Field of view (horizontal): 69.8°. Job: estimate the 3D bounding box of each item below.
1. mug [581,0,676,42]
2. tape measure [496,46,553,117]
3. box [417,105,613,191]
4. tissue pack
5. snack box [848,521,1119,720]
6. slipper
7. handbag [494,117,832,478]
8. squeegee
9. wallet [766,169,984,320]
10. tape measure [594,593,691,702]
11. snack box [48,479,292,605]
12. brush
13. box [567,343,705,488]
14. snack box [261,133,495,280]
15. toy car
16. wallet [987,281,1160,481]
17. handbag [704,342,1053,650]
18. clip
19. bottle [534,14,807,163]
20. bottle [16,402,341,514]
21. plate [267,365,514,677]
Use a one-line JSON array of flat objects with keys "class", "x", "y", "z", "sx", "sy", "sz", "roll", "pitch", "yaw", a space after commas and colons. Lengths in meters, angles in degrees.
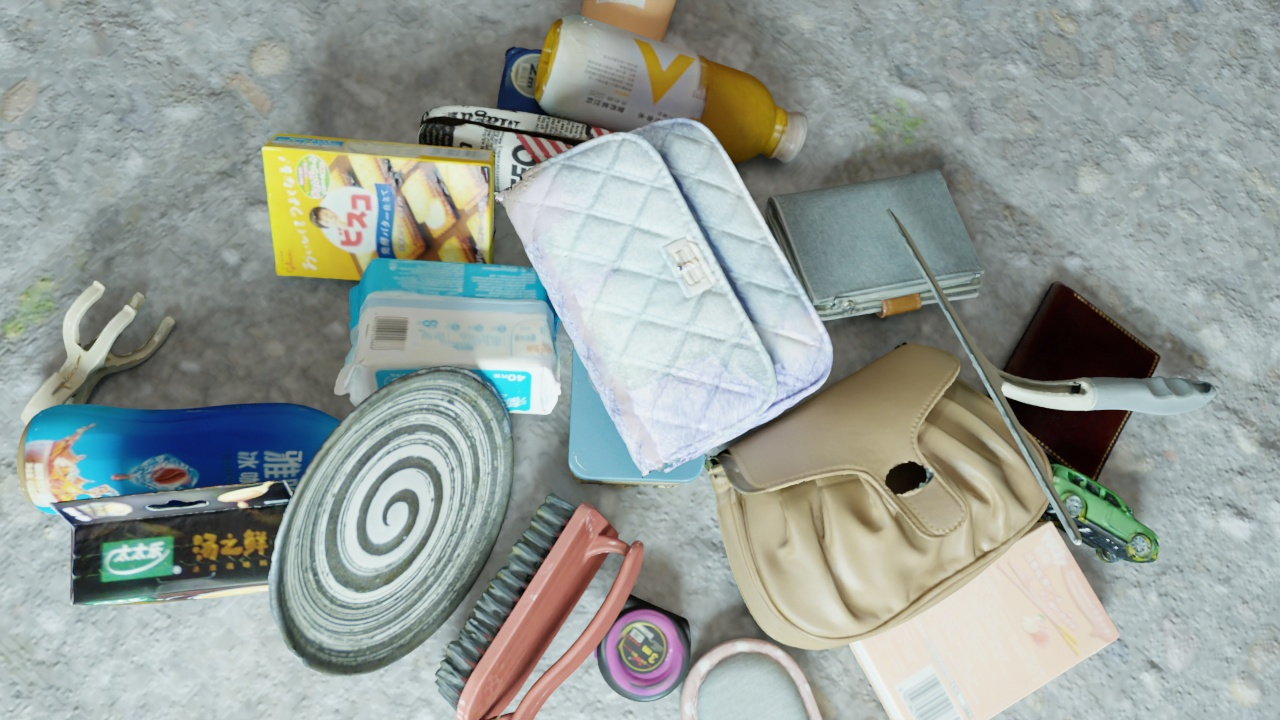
[{"class": "mug", "x": -0.004, "y": -0.278, "z": 0.663, "sx": 0.078, "sy": 0.078, "sz": 0.122, "roll": 13, "pitch": 78, "yaw": -3}, {"class": "tape measure", "x": -0.075, "y": -0.193, "z": 0.657, "sx": 0.054, "sy": 0.025, "sz": 0.058, "roll": 9, "pitch": 78, "yaw": -6}, {"class": "box", "x": -0.069, "y": -0.132, "z": 0.621, "sx": 0.164, "sy": 0.071, "sz": 0.057, "roll": 10, "pitch": 53, "yaw": 0}, {"class": "tissue pack", "x": -0.116, "y": -0.013, "z": 0.575, "sx": 0.140, "sy": 0.063, "sz": 0.089, "roll": 1, "pitch": 51, "yaw": -8}, {"class": "snack box", "x": 0.219, "y": 0.176, "z": 0.589, "sx": 0.157, "sy": 0.026, "sz": 0.084, "roll": -25, "pitch": 79, "yaw": -12}, {"class": "slipper", "x": 0.089, "y": 0.300, "z": 0.527, "sx": 0.114, "sy": 0.054, "sz": 0.274, "roll": -11, "pitch": 76, "yaw": -9}, {"class": "handbag", "x": 0.016, "y": -0.044, "z": 0.541, "sx": 0.134, "sy": 0.076, "sz": 0.194, "roll": -26, "pitch": 79, "yaw": -13}, {"class": "squeegee", "x": 0.289, "y": 0.017, "z": 0.600, "sx": 0.246, "sy": 0.039, "sz": 0.246, "roll": 6, "pitch": 48, "yaw": -28}, {"class": "wallet", "x": 0.165, "y": -0.079, "z": 0.647, "sx": 0.129, "sy": 0.037, "sz": 0.106, "roll": -10, "pitch": 66, "yaw": -11}, {"class": "tape measure", "x": 0.001, "y": 0.177, "z": 0.559, "sx": 0.057, "sy": 0.039, "sz": 0.057, "roll": 21, "pitch": 69, "yaw": 0}, {"class": "snack box", "x": -0.238, "y": 0.104, "z": 0.507, "sx": 0.113, "sy": 0.126, "sz": 0.053, "roll": -5, "pitch": 77, "yaw": -8}, {"class": "brush", "x": -0.059, "y": 0.156, "z": 0.541, "sx": 0.069, "sy": 0.063, "sz": 0.145, "roll": 27, "pitch": 74, "yaw": 25}, {"class": "box", "x": -0.004, "y": 0.003, "z": 0.595, "sx": 0.090, "sy": 0.060, "sz": 0.184, "roll": 0, "pitch": 73, "yaw": -6}, {"class": "snack box", "x": -0.165, "y": -0.095, "z": 0.591, "sx": 0.140, "sy": 0.087, "sz": 0.033, "roll": 5, "pitch": 30, "yaw": -4}, {"class": "toy car", "x": 0.299, "y": 0.104, "z": 0.609, "sx": 0.091, "sy": 0.043, "sz": 0.036, "roll": 35, "pitch": 74, "yaw": 3}, {"class": "wallet", "x": 0.304, "y": 0.017, "z": 0.646, "sx": 0.096, "sy": 0.020, "sz": 0.122, "roll": 37, "pitch": 73, "yaw": -1}, {"class": "handbag", "x": 0.146, "y": 0.081, "z": 0.567, "sx": 0.204, "sy": 0.100, "sz": 0.147, "roll": -29, "pitch": 72, "yaw": -16}, {"class": "clip", "x": -0.338, "y": -0.006, "z": 0.557, "sx": 0.035, "sy": 0.093, "sz": 0.103, "roll": 38, "pitch": 63, "yaw": 4}, {"class": "bottle", "x": 0.024, "y": -0.179, "z": 0.633, "sx": 0.189, "sy": 0.068, "sz": 0.068, "roll": 12, "pitch": 73, "yaw": -17}, {"class": "bottle", "x": -0.243, "y": 0.057, "z": 0.550, "sx": 0.218, "sy": 0.065, "sz": 0.065, "roll": -1, "pitch": 75, "yaw": -6}, {"class": "plate", "x": -0.135, "y": 0.086, "z": 0.511, "sx": 0.024, "sy": 0.179, "sz": 0.179, "roll": 19, "pitch": 71, "yaw": 29}]
